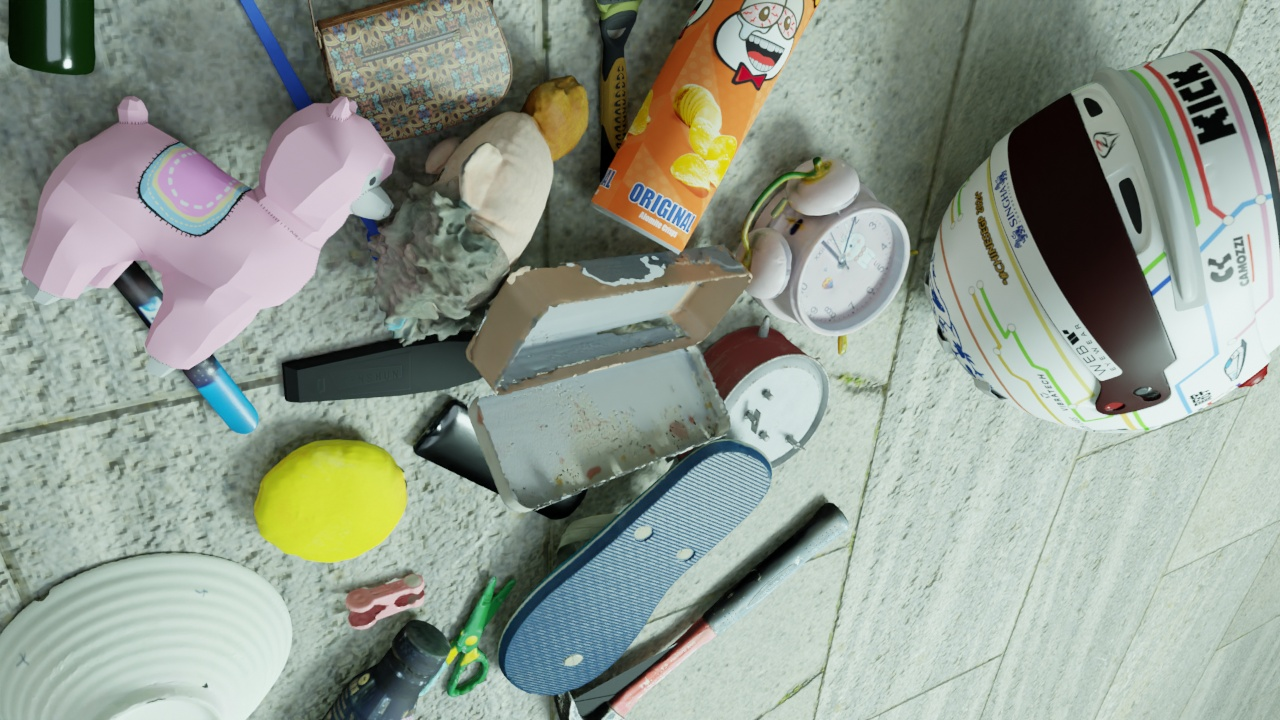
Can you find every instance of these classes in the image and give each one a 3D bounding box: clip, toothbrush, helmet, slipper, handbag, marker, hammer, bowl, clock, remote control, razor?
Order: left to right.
[{"bbox_3d":[-0.305,0.212,0.573,0.177,0.071,0.178,-16,126,-24],"label":"bowl"},{"bbox_3d":[-0.249,-0.006,0.505,0.018,0.015,0.123,-33,129,-14],"label":"marker"},{"bbox_3d":[-0.170,-0.121,0.485,0.016,0.011,0.187,-30,128,-12],"label":"toothbrush"},{"bbox_3d":[-0.119,-0.193,0.421,0.093,0.043,0.196,-21,145,-11],"label":"handbag"},{"bbox_3d":[-0.182,0.166,0.656,0.059,0.022,0.039,-12,122,-33],"label":"clip"},{"bbox_3d":[-0.157,0.006,0.572,0.124,0.010,0.039,-9,123,-27],"label":"remote control"},{"bbox_3d":[-0.094,0.075,0.651,0.045,0.021,0.140,-51,131,4],"label":"remote control"},{"bbox_3d":[-0.015,-0.157,0.549,0.044,0.021,0.144,-24,130,-35],"label":"razor"},{"bbox_3d":[-0.017,0.156,0.725,0.118,0.060,0.295,26,114,-39],"label":"slipper"},{"bbox_3d":[0.060,0.241,0.848,0.326,0.036,0.140,-39,134,-5],"label":"hammer"},{"bbox_3d":[0.081,0.051,0.718,0.110,0.062,0.157,32,99,-42],"label":"clock"},{"bbox_3d":[0.129,-0.082,0.664,0.158,0.059,0.117,32,99,-41],"label":"clock"},{"bbox_3d":[0.338,-0.067,0.689,0.237,0.230,0.314,-22,147,28],"label":"helmet"}]

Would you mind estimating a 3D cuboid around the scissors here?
[{"bbox_3d":[-0.143,0.215,0.718,0.078,0.013,0.132,7,116,-35],"label":"scissors"}]

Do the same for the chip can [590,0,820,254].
[{"bbox_3d":[0.047,-0.169,0.538,0.062,0.062,0.210,23,99,-40],"label":"chip can"}]

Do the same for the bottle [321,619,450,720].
[{"bbox_3d":[-0.201,0.265,0.682,0.056,0.056,0.161,29,101,-41],"label":"bottle"}]

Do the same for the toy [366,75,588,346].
[{"bbox_3d":[-0.087,-0.088,0.502,0.076,0.133,0.175,35,76,-6],"label":"toy"}]

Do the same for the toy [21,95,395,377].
[{"bbox_3d":[-0.200,-0.072,0.436,0.123,0.067,0.157,38,94,-15],"label":"toy"}]

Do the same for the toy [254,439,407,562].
[{"bbox_3d":[-0.195,0.091,0.584,0.094,0.041,0.096,-17,127,-16],"label":"toy"}]

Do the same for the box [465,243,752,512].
[{"bbox_3d":[-0.003,0.006,0.568,0.216,0.094,0.121,-16,145,-51],"label":"box"}]

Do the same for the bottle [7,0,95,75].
[{"bbox_3d":[-0.244,-0.184,0.380,0.033,0.033,0.123,0,118,-32],"label":"bottle"}]
